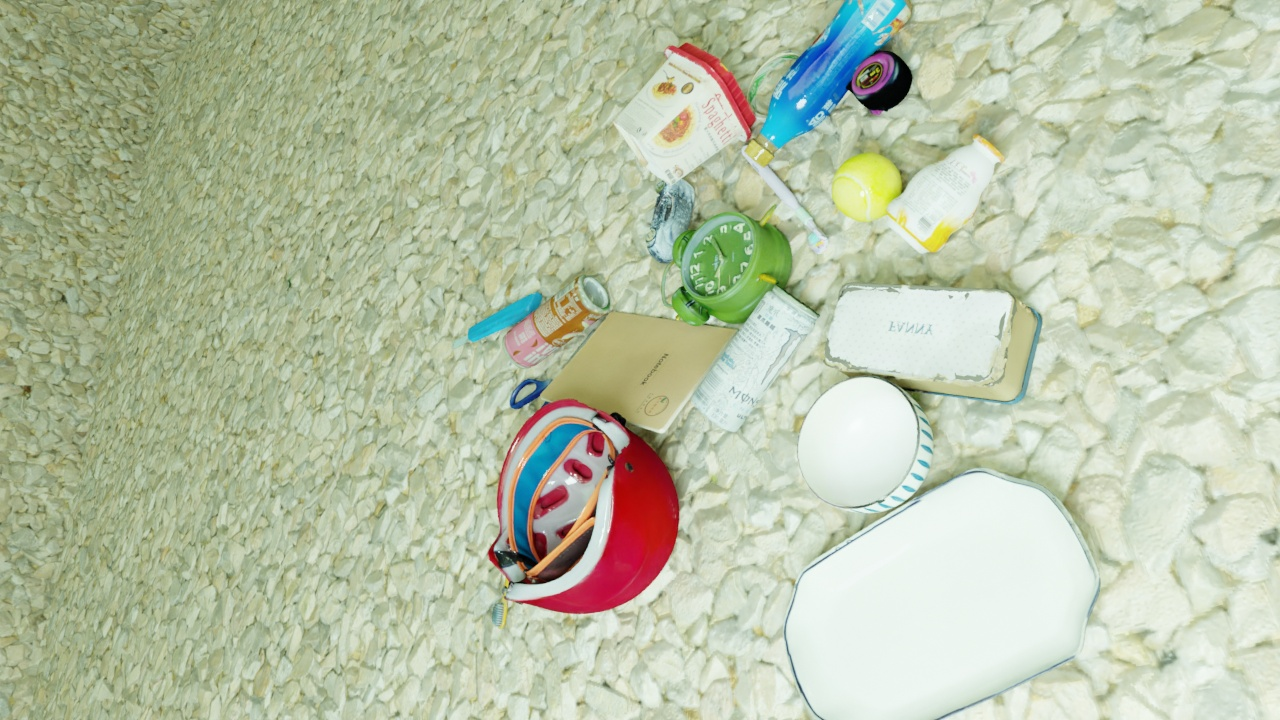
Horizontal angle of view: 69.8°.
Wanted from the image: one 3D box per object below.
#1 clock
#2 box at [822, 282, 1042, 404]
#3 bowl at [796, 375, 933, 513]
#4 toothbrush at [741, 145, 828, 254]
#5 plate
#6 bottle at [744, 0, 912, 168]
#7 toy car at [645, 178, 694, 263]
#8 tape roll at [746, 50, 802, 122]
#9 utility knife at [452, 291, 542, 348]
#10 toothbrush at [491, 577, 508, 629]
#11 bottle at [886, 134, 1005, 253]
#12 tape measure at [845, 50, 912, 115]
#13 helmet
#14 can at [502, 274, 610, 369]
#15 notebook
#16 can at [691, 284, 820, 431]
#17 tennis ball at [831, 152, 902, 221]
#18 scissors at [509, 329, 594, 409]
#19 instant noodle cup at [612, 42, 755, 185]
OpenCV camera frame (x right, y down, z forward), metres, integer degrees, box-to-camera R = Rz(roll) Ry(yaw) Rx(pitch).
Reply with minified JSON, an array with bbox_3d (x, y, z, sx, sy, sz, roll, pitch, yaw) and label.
[{"bbox_3d":[0.086,-0.098,0.989,0.162,0.056,0.116,-18,60,39],"label":"clock"},{"bbox_3d":[0.252,-0.018,0.790,0.184,0.061,0.089,12,82,45],"label":"box"},{"bbox_3d":[0.201,0.077,0.791,0.117,0.066,0.116,-21,57,37],"label":"bowl"},{"bbox_3d":[0.151,-0.180,0.989,0.021,0.029,0.189,-18,48,-10],"label":"toothbrush"},{"bbox_3d":[0.232,0.198,0.731,0.266,0.034,0.161,-40,49,26],"label":"plate"},{"bbox_3d":[0.191,-0.298,0.968,0.219,0.065,0.065,-51,45,17],"label":"bottle"},{"bbox_3d":[0.037,-0.164,1.071,0.031,0.049,0.105,-2,72,49],"label":"toy car"},{"bbox_3d":[0.159,-0.310,1.041,0.086,0.014,0.085,-20,59,37],"label":"tape roll"},{"bbox_3d":[-0.207,-0.050,1.284,0.188,0.018,0.034,-22,47,37],"label":"utility knife"},{"bbox_3d":[-0.161,0.227,1.116,0.016,0.018,0.191,-12,65,39],"label":"toothbrush"},{"bbox_3d":[0.274,-0.150,0.821,0.108,0.063,0.063,-49,45,18],"label":"bottle"},{"bbox_3d":[0.244,-0.280,0.927,0.057,0.039,0.058,-52,40,15],"label":"tape measure"},{"bbox_3d":[-0.050,0.157,0.953,0.207,0.144,0.240,-53,30,12],"label":"helmet"},{"bbox_3d":[-0.107,-0.047,1.155,0.148,0.058,0.057,-34,51,30],"label":"can"},{"bbox_3d":[-0.006,0.006,1.025,0.208,0.008,0.147,12,55,47],"label":"notebook"},{"bbox_3d":[0.114,-0.001,0.917,0.147,0.058,0.058,-55,44,11],"label":"can"},{"bbox_3d":[0.217,-0.166,0.882,0.066,0.065,0.065,-20,59,38],"label":"tennis ball"},{"bbox_3d":[-0.111,0.032,1.159,0.161,0.012,0.163,11,80,46],"label":"scissors"},{"bbox_3d":[0.047,-0.276,1.047,0.124,0.116,0.116,-43,45,-1],"label":"instant noodle cup"}]
